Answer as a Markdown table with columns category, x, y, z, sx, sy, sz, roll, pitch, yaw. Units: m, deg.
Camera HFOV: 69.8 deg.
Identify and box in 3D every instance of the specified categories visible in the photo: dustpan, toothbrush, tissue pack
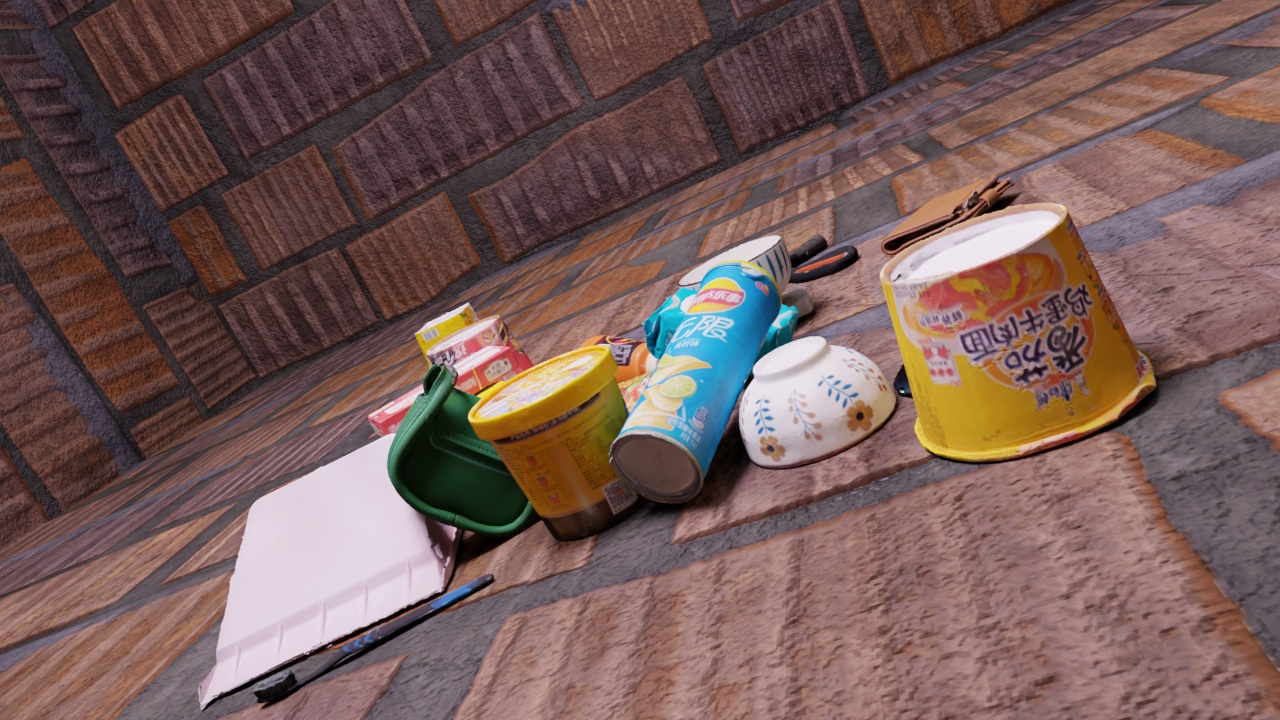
| category | x | y | z | sx | sy | sz | roll | pitch | yaw |
| --- | --- | --- | --- | --- | --- | --- | --- | --- | --- |
| dustpan | -0.250 | 0.187 | 0.843 | 0.222 | 0.139 | 0.273 | -24 | 42 | 5 |
| toothbrush | -0.194 | 0.200 | 0.670 | 0.189 | 0.016 | 0.014 | -27 | 21 | -6 |
| tissue pack | 0.074 | -0.029 | 0.849 | 0.133 | 0.050 | 0.093 | 10 | 23 | 13 |

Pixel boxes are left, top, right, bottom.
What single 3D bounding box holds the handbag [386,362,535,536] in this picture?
| category | x | y | z | sx | sy | sz | roll | pitch | yaw |
| --- | --- | --- | --- | --- | --- | --- | --- | --- | --- |
| handbag | -0.137 | 0.075 | 0.757 | 0.120 | 0.131 | 0.068 | -67 | 19 | 2 |

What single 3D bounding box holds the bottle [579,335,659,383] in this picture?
| category | x | y | z | sx | sy | sz | roll | pitch | yaw |
| --- | --- | --- | --- | --- | --- | --- | --- | --- | --- |
| bottle | -0.006 | 0.006 | 0.965 | 0.150 | 0.067 | 0.066 | 0 | 29 | 48 |

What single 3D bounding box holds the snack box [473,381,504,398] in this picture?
| category | x | y | z | sx | sy | sz | roll | pitch | yaw |
| --- | --- | --- | --- | --- | --- | --- | --- | --- | --- |
| snack box | -0.162 | 0.073 | 0.946 | 0.091 | 0.080 | 0.081 | -12 | 19 | 46 |

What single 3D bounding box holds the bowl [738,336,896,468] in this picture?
| category | x | y | z | sx | sy | sz | roll | pitch | yaw |
| --- | --- | --- | --- | --- | --- | --- | --- | --- | --- |
| bowl | 0.118 | 0.022 | 0.659 | 0.113 | 0.062 | 0.113 | -25 | 12 | 5 |

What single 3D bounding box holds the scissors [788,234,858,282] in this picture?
| category | x | y | z | sx | sy | sz | roll | pitch | yaw |
| --- | --- | --- | --- | --- | --- | --- | --- | --- | --- |
| scissors | 0.170 | -0.109 | 1.141 | 0.234 | 0.022 | 0.220 | -14 | 18 | 40 |

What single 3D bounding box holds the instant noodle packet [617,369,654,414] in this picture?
| category | x | y | z | sx | sy | sz | roll | pitch | yaw |
| --- | --- | --- | --- | --- | --- | --- | --- | --- | --- |
| instant noodle packet | 0.001 | 0.041 | 0.848 | 0.129 | 0.044 | 0.110 | -20 | 19 | 25 |

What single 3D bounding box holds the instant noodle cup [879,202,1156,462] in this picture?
| category | x | y | z | sx | sy | sz | roll | pitch | yaw |
| --- | --- | --- | --- | --- | --- | --- | --- | --- | --- |
| instant noodle cup | 0.213 | -0.023 | 0.543 | 0.138 | 0.110 | 0.138 | -24 | 14 | 6 |

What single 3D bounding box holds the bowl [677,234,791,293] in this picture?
| category | x | y | z | sx | sy | sz | roll | pitch | yaw |
| --- | --- | --- | --- | --- | --- | --- | --- | --- | --- |
| bowl | 0.103 | -0.075 | 0.939 | 0.116 | 0.066 | 0.116 | -25 | 13 | 6 |

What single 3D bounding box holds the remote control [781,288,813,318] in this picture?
| category | x | y | z | sx | sy | sz | roll | pitch | yaw |
| --- | --- | --- | --- | --- | --- | --- | --- | --- | --- |
| remote control | 0.110 | -0.033 | 0.965 | 0.150 | 0.021 | 0.058 | -25 | 13 | 8 |

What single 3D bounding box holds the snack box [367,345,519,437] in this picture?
| category | x | y | z | sx | sy | sz | roll | pitch | yaw |
| --- | --- | --- | --- | --- | --- | --- | --- | --- | --- |
| snack box | -0.204 | 0.032 | 0.947 | 0.152 | 0.025 | 0.075 | -32 | 15 | -21 |

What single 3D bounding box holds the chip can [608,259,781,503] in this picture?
| category | x | y | z | sx | sy | sz | roll | pitch | yaw |
| --- | --- | --- | --- | --- | --- | --- | --- | --- | --- |
| chip can | 0.048 | 0.010 | 0.703 | 0.071 | 0.071 | 0.209 | -16 | 30 | 37 |

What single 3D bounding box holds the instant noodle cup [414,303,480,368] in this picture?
| category | x | y | z | sx | sy | sz | roll | pitch | yaw |
| --- | --- | --- | --- | --- | --- | --- | --- | --- | --- |
| instant noodle cup | -0.262 | -0.008 | 1.346 | 0.116 | 0.124 | 0.116 | -25 | 13 | 9 |

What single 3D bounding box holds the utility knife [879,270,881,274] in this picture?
| category | x | y | z | sx | sy | sz | roll | pitch | yaw |
| --- | --- | --- | --- | --- | --- | --- | --- | --- | --- |
| utility knife | 0.310 | -0.117 | 0.929 | 0.166 | 0.013 | 0.029 | -26 | 15 | -10 |

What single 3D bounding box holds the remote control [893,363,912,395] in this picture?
| category | x | y | z | sx | sy | sz | roll | pitch | yaw |
| --- | --- | --- | --- | --- | --- | --- | --- | --- | --- |
| remote control | 0.239 | -0.017 | 0.657 | 0.136 | 0.024 | 0.053 | -29 | 15 | -12 |

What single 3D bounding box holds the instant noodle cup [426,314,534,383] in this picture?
| category | x | y | z | sx | sy | sz | roll | pitch | yaw |
| --- | --- | --- | --- | --- | --- | --- | --- | --- | --- |
| instant noodle cup | -0.211 | 0.012 | 1.210 | 0.138 | 0.108 | 0.137 | -25 | 14 | 6 |

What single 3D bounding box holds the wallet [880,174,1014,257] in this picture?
| category | x | y | z | sx | sy | sz | roll | pitch | yaw |
| --- | --- | --- | --- | --- | --- | --- | --- | --- | --- |
| wallet | 0.334 | -0.160 | 0.996 | 0.108 | 0.031 | 0.131 | -21 | 12 | 48 |

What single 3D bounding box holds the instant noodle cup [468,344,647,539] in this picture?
| category | x | y | z | sx | sy | sz | roll | pitch | yaw |
| --- | --- | --- | --- | --- | --- | --- | --- | --- | --- |
| instant noodle cup | -0.053 | 0.064 | 0.703 | 0.118 | 0.114 | 0.118 | -25 | 13 | 6 |
